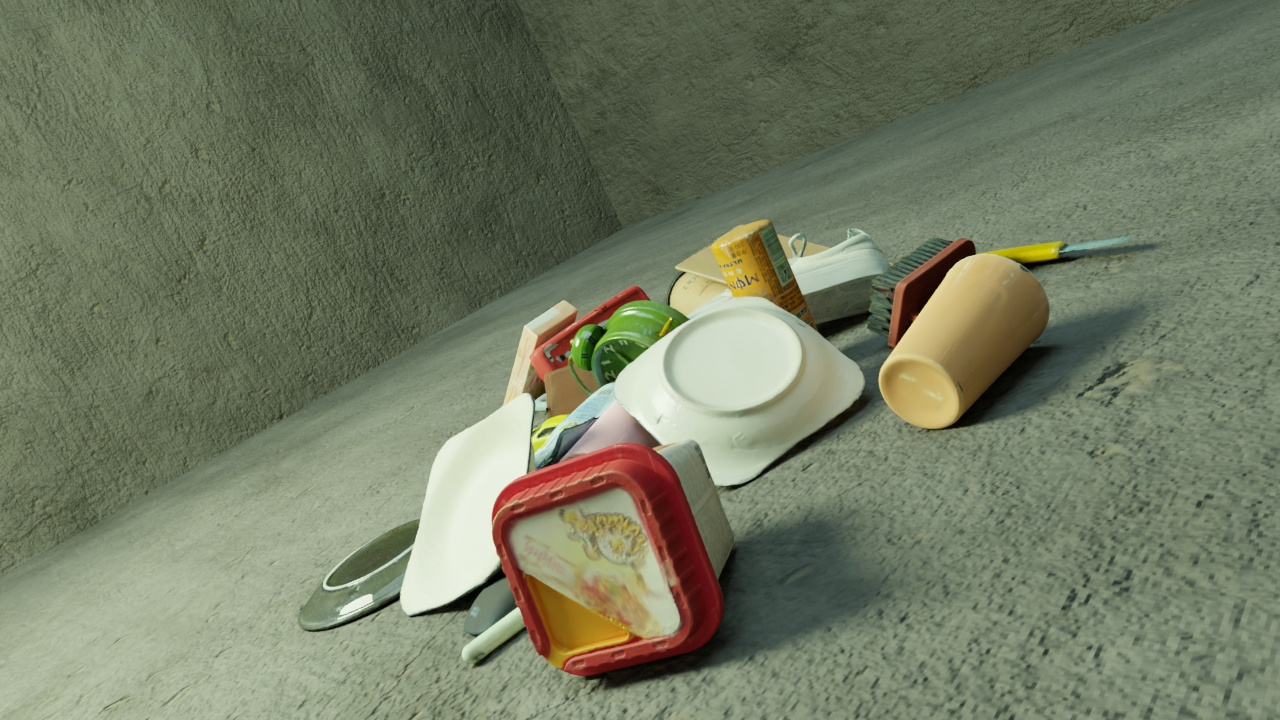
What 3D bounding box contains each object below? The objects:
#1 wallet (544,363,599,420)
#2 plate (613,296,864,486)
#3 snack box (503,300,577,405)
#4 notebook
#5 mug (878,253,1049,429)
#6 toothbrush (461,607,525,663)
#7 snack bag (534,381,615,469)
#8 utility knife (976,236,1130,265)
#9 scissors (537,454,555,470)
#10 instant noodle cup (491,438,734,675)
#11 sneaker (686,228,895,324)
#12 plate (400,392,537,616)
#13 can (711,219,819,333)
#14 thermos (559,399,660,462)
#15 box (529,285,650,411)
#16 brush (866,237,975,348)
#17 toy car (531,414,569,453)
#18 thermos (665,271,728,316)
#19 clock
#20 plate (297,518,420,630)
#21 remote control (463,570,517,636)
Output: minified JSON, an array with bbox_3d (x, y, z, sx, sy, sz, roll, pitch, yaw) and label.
[{"bbox_3d":[-0.058,0.037,1.042,0.101,0.032,0.124,-21,28,4],"label":"wallet"},{"bbox_3d":[0.073,0.009,0.719,0.163,0.034,0.164,-34,48,-18],"label":"plate"},{"bbox_3d":[-0.132,0.001,1.200,0.084,0.026,0.158,-38,-23,-44],"label":"snack box"},{"bbox_3d":[0.166,-0.108,1.063,0.208,0.008,0.147,20,38,31],"label":"notebook"},{"bbox_3d":[0.218,-0.010,0.629,0.122,0.078,0.078,-40,18,-34],"label":"mug"},{"bbox_3d":[-0.044,0.145,0.630,0.189,0.029,0.020,-34,55,-29],"label":"toothbrush"},{"bbox_3d":[-0.067,0.075,0.830,0.110,0.039,0.190,-36,2,22],"label":"snack bag"},{"bbox_3d":[0.354,-0.095,0.837,0.033,0.015,0.223,-29,10,-18],"label":"utility knife"},{"bbox_3d":[-0.122,0.121,0.892,0.159,0.014,0.181,-20,9,-29],"label":"scissors"},{"bbox_3d":[-0.005,0.103,0.532,0.116,0.116,0.124,-21,0,23],"label":"instant noodle cup"},{"bbox_3d":[0.134,-0.070,0.946,0.242,0.089,0.090,-20,52,7],"label":"sneaker"},{"bbox_3d":[-0.127,0.118,0.731,0.165,0.034,0.163,-31,41,42],"label":"plate"},{"bbox_3d":[0.117,-0.050,0.823,0.058,0.146,0.058,-24,12,5],"label":"can"},{"bbox_3d":[0.001,0.056,0.779,0.087,0.067,0.198,-54,-5,32],"label":"thermos"},{"bbox_3d":[-0.062,-0.006,1.197,0.200,0.095,0.101,-37,-2,-37],"label":"box"},{"bbox_3d":[0.264,-0.065,0.811,0.069,0.063,0.145,25,42,34],"label":"brush"},{"bbox_3d":[-0.097,0.079,0.966,0.105,0.032,0.048,-16,10,14],"label":"toy car"},{"bbox_3d":[0.091,-0.064,1.099,0.093,0.093,0.143,-28,19,-12],"label":"thermos"},{"bbox_3d":[-0.005,0.005,0.926,0.162,0.116,0.056,-13,28,39],"label":"clock"},{"bbox_3d":[-0.237,0.185,0.848,0.179,0.024,0.179,-24,12,5],"label":"plate"},{"bbox_3d":[-0.071,0.148,0.657,0.136,0.024,0.053,-33,13,-33],"label":"remote control"}]
